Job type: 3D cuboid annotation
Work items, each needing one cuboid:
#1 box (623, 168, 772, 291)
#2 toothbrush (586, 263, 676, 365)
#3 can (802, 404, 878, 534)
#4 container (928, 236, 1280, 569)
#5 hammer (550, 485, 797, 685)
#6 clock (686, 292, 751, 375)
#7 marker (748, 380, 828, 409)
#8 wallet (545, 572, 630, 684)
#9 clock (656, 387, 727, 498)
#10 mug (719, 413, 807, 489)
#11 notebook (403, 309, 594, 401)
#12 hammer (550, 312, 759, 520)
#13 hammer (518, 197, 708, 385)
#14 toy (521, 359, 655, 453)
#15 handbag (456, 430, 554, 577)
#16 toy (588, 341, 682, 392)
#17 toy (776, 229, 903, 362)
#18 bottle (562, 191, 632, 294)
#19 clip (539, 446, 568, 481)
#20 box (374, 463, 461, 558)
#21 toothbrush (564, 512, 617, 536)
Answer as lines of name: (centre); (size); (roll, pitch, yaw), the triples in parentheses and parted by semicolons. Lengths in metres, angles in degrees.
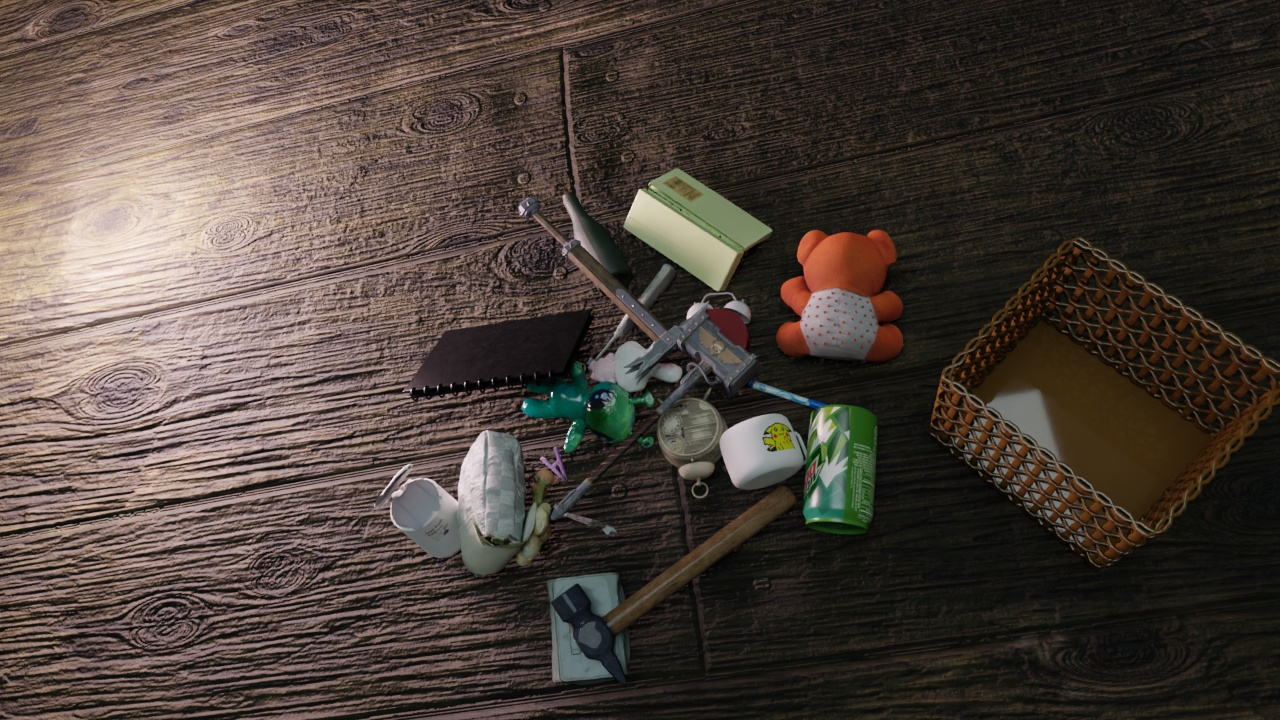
box: (0.077, -0.193, 1.301); (0.188, 0.061, 0.133); (39, 80, 24)
toothbrush: (-0.013, -0.059, 1.288); (0.024, 0.022, 0.185); (41, 81, -12)
can: (0.243, 0.133, 1.116); (0.083, 0.083, 0.144); (3, 70, 15)
container: (0.494, 0.055, 1.013); (0.219, 0.214, 0.251); (-45, 66, -6)
hammer: (0.059, 0.254, 1.117); (0.321, 0.040, 0.129); (-34, 80, -12)
clock: (0.106, -0.034, 1.236); (0.087, 0.044, 0.124); (-3, 69, 13)
marker: (0.208, 0.052, 1.196); (0.142, 0.013, 0.013); (19, 74, 20)
wallet: (-0.066, 0.331, 1.136); (0.100, 0.054, 0.131); (-11, 72, 10)
clock: (0.067, 0.109, 1.185); (0.093, 0.054, 0.140); (-12, 65, 9)
mug: (0.160, 0.114, 1.145); (0.115, 0.095, 0.068); (-5, 64, -29)
notebook: (-0.191, -0.008, 1.249); (0.232, 0.019, 0.168); (-7, 31, 17)
hammer: (0.005, 0.084, 1.159); (0.321, 0.044, 0.098); (-44, 67, -8)
hammer: (-0.057, -0.123, 1.257); (0.147, 0.028, 0.317); (-41, 70, -12)
toy: (-0.071, 0.061, 1.233); (0.193, 0.072, 0.131); (13, 111, 21)
handbag: (-0.172, 0.180, 1.187); (0.123, 0.113, 0.171); (6, 55, -19)
toy: (-0.007, 0.007, 1.252); (0.125, 0.037, 0.076); (-14, 70, 11)
toy: (0.263, -0.084, 1.199); (0.164, 0.093, 0.172); (5, 83, 18)
bottle: (-0.071, -0.177, 1.330); (0.055, 0.055, 0.174); (-29, 64, 1)
clip: (-0.111, 0.137, 1.240); (0.051, 0.014, 0.045); (23, 73, 24)
box: (-0.285, 0.191, 1.184); (0.081, 0.160, 0.091); (-42, 55, -11)
toothbrush: (-0.058, 0.199, 1.110); (0.010, 0.181, 0.010); (-41, 69, 1)
